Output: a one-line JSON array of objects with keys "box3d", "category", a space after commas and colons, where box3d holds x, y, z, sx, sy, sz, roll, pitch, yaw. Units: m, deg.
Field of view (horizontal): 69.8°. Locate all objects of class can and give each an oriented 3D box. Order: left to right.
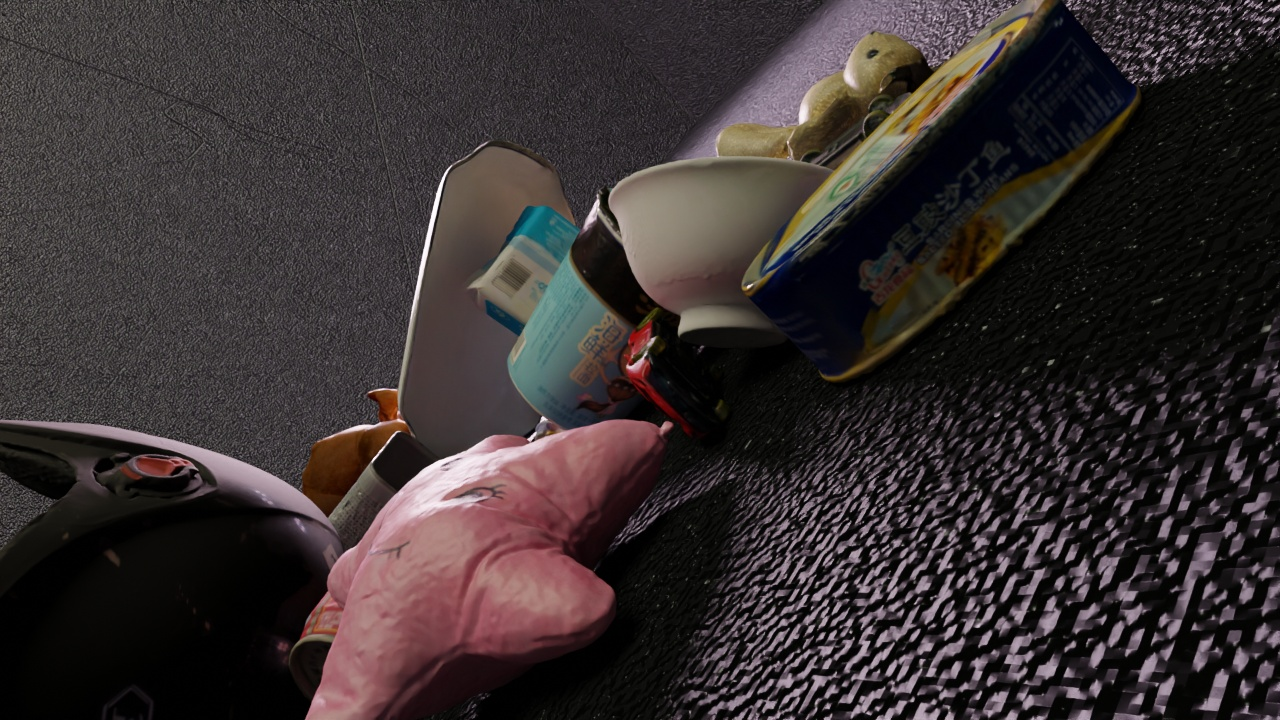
[{"box3d": [-0.128, 0.131, 0.473, 0.067, 0.066, 0.093, -40, 11, 32], "category": "can"}, {"box3d": [0.104, -0.061, 0.328, 0.148, 0.049, 0.074, -45, 10, 3], "category": "can"}]

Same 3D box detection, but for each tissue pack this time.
[{"box3d": [-0.057, -0.048, 0.704, 0.089, 0.140, 0.063, -54, -2, -16], "category": "tissue pack"}]

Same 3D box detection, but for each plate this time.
[{"box3d": [-0.128, -0.043, 0.748, 0.034, 0.161, 0.265, 10, 89, 36], "category": "plate"}]

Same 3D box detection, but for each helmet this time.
[{"box3d": [-0.272, 0.160, 0.498, 0.275, 0.230, 0.233, -166, 89, -74], "category": "helmet"}]

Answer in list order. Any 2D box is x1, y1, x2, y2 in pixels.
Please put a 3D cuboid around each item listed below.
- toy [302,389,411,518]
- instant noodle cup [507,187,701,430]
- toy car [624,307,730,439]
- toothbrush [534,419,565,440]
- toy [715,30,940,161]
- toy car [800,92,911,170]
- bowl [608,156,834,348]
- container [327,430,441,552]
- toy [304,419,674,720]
[{"box3d": [-0.201, 0.092, 0.807, 0.199, 0.130, 0.140, -38, -45, -83], "category": "toy"}, {"box3d": [-0.015, -0.020, 0.544, 0.121, 0.111, 0.111, -52, 7, 21], "category": "instant noodle cup"}, {"box3d": [0.014, 0.007, 0.429, 0.031, 0.049, 0.106, -45, 10, 10], "category": "toy car"}, {"box3d": [-0.004, 0.004, 0.612, 0.190, 0.029, 0.021, -41, -27, 24], "category": "toothbrush"}, {"box3d": [0.116, -0.159, 0.591, 0.104, 0.066, 0.158, -21, 6, -43], "category": "toy"}, {"box3d": [0.121, -0.116, 0.524, 0.091, 0.035, 0.042, -39, 13, 33], "category": "toy car"}, {"box3d": [0.044, -0.041, 0.419, 0.118, 0.118, 0.064, 157, 116, -67], "category": "bowl"}, {"box3d": [-0.183, 0.129, 0.658, 0.114, 0.090, 0.090, -47, 9, 10], "category": "container"}, {"box3d": [-0.061, 0.075, 0.388, 0.178, 0.074, 0.194, -32, 19, -1], "category": "toy"}]
